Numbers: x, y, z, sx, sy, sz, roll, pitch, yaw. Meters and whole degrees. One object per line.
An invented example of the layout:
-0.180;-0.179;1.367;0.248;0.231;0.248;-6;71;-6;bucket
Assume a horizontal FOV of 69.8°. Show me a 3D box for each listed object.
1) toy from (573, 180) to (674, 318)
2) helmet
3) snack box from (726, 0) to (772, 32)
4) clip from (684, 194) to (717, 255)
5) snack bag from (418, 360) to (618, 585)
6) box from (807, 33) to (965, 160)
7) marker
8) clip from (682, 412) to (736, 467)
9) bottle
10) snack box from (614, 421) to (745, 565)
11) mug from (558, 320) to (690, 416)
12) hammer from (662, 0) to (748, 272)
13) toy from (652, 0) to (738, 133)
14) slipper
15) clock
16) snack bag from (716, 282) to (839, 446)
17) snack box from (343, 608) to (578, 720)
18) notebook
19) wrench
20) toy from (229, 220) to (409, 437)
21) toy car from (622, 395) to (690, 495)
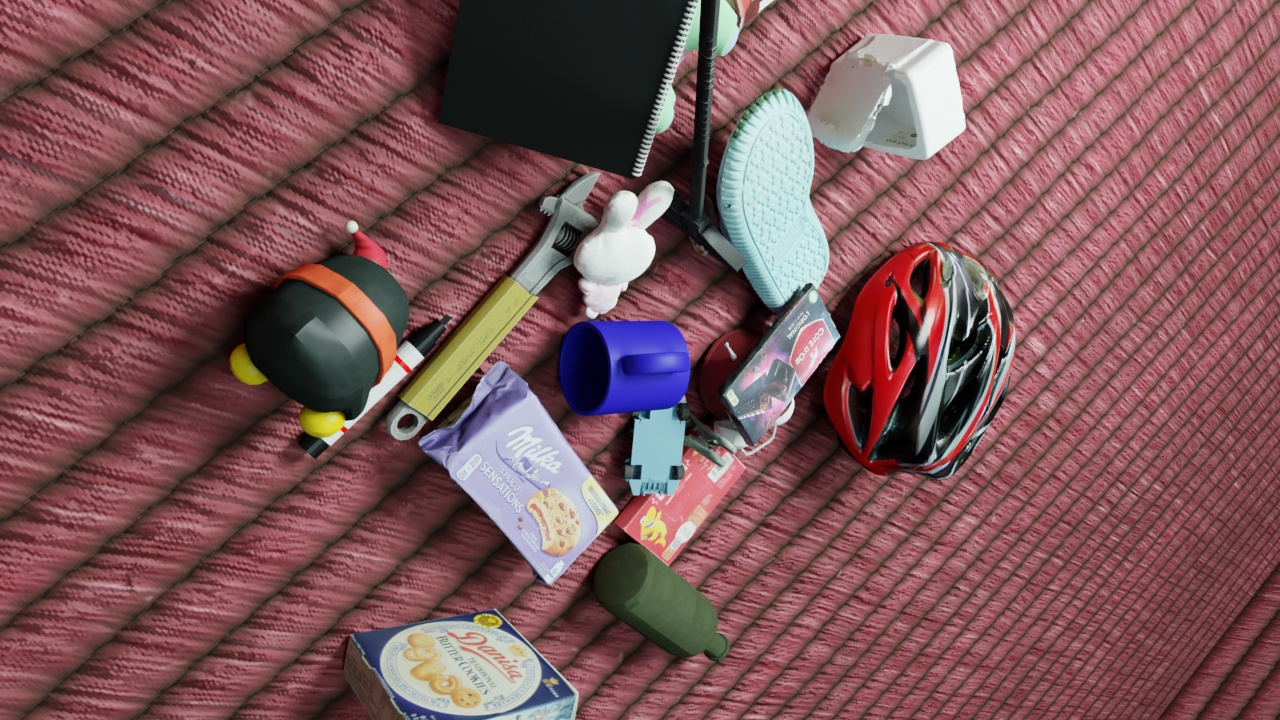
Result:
-0.019;-0.089;0.742;0.075;0.037;0.126;-16;142;-41;toy
0.313;-0.001;1.004;0.217;0.167;0.271;34;76;-46;helmet
0.093;-0.318;0.723;0.121;0.072;0.072;-43;130;-15;snack box
0.056;-0.123;0.819;0.047;0.025;0.062;-10;118;-36;clip
-0.101;0.099;0.779;0.096;0.058;0.205;-43;130;-16;snack bag
0.208;-0.223;0.834;0.130;0.110;0.103;-41;130;-16;box
-0.196;0.016;0.692;0.145;0.019;0.019;-45;131;-12;marker
0.061;0.077;0.883;0.047;0.076;0.023;-50;132;-7;clip
0.033;0.263;0.953;0.071;0.071;0.207;-50;132;-8;bottle
0.043;0.136;0.933;0.133;0.021;0.089;-50;132;-8;snack box
-0.005;0.005;0.775;0.083;0.111;0.079;-3;88;-37;mug
0.047;-0.157;0.634;0.015;0.095;0.325;-44;166;-12;hammer
-0.012;-0.266;0.647;0.171;0.120;0.223;35;118;-16;toy
0.112;-0.134;0.828;0.116;0.069;0.276;-53;149;-11;slipper
0.110;0.028;0.907;0.096;0.048;0.138;-28;118;-31;clock
0.133;0.003;0.875;0.155;0.018;0.074;-49;126;-21;snack bag
-0.151;0.269;0.764;0.144;0.144;0.043;0;108;-39;snack box
-0.041;-0.231;0.603;0.149;0.016;0.207;14;126;-9;notebook
-0.105;-0.043;0.734;0.273;0.018;0.083;-51;136;-8;wrench
-0.204;-0.024;0.621;0.097;0.100;0.118;38;53;-1;toy
0.013;0.074;0.873;0.060;0.027;0.108;3;99;-16;toy car
